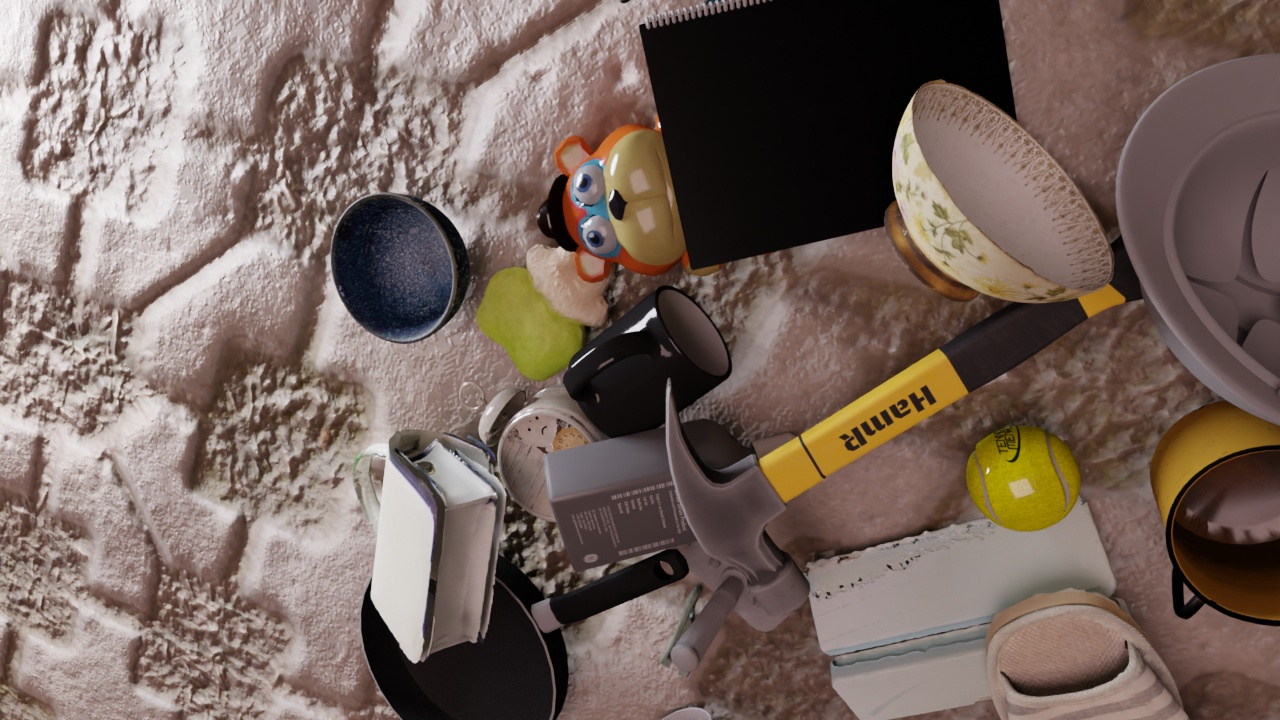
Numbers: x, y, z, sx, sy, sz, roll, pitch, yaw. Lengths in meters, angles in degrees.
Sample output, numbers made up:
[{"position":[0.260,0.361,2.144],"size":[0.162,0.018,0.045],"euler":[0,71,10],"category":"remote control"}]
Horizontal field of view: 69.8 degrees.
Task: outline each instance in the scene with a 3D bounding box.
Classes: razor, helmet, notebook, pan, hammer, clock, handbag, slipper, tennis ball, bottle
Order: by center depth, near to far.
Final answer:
[{"position":[0.348,-0.033,0.473],"size":[0.271,0.118,0.183],"euler":[30,83,3],"category":"helmet"},{"position":[0.115,-0.150,0.545],"size":[0.207,0.016,0.149],"euler":[-13,100,0],"category":"notebook"},{"position":[0.163,0.019,0.563],"size":[0.325,0.034,0.170],"euler":[-33,103,11],"category":"hammer"},{"position":[0.238,0.073,0.571],"size":[0.065,0.065,0.065],"euler":[6,106,22],"category":"tennis ball"},{"position":[0.303,0.259,0.575],"size":[0.115,0.053,0.273],"euler":[-22,110,29],"category":"slipper"},{"position":[0.027,0.087,0.642],"size":[0.174,0.046,0.084],"euler":[-13,132,-1],"category":"bottle"},{"position":[0.053,0.179,0.651],"size":[0.088,0.116,0.047],"euler":[41,123,8],"category":"razor"},{"position":[-0.078,0.065,0.707],"size":[0.157,0.061,0.104],"euler":[32,114,10],"category":"clock"},{"position":[-0.171,0.121,0.713],"size":[0.176,0.073,0.151],"euler":[33,121,42],"category":"handbag"},{"position":[-0.096,0.216,0.755],"size":[0.357,0.044,0.204],"euler":[-30,89,30],"category":"pan"}]

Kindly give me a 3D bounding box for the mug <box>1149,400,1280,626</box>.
[{"position":[0.338,0.088,0.516],"size":[0.100,0.093,0.124],"euler":[31,115,11],"category":"mug"}]

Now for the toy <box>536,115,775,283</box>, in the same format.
[{"position":[0.013,-0.108,0.611],"size":[0.176,0.096,0.112],"euler":[-7,100,36],"category":"toy"}]

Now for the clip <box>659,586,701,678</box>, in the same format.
[{"position":[0.040,0.212,0.719],"size":[0.042,0.023,0.076],"euler":[27,115,13],"category":"clip"}]

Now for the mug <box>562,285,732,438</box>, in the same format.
[{"position":[-0.004,0.004,0.630],"size":[0.088,0.113,0.078],"euler":[-37,70,27],"category":"mug"}]

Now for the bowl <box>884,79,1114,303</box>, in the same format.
[{"position":[0.183,-0.078,0.504],"size":[0.145,0.144,0.063],"euler":[48,134,5],"category":"bowl"}]

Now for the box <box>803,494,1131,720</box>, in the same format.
[{"position":[0.221,0.175,0.622],"size":[0.198,0.074,0.126],"euler":[-21,76,23],"category":"box"}]

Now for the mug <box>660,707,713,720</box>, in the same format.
[{"position":[0.036,0.337,0.736],"size":[0.107,0.071,0.089],"euler":[-16,108,54],"category":"mug"}]

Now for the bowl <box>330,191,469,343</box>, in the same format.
[{"position":[-0.176,-0.076,0.712],"size":[0.114,0.060,0.114],"euler":[6,108,20],"category":"bowl"}]

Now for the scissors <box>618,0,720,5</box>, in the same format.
[{"position":[0.045,-0.261,0.590],"size":[0.124,0.019,0.156],"euler":[10,106,19],"category":"scissors"}]

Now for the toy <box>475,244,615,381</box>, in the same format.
[{"position":[-0.067,-0.044,0.684],"size":[0.092,0.043,0.118],"euler":[47,113,9],"category":"toy"}]
